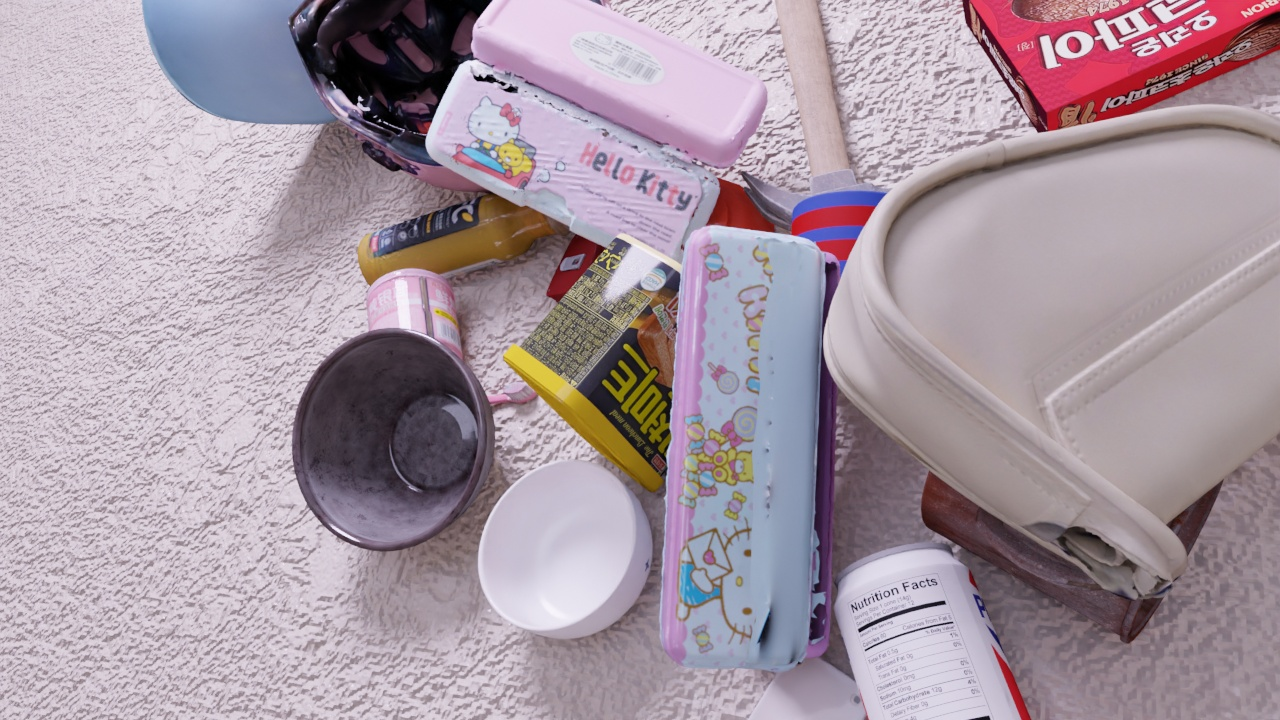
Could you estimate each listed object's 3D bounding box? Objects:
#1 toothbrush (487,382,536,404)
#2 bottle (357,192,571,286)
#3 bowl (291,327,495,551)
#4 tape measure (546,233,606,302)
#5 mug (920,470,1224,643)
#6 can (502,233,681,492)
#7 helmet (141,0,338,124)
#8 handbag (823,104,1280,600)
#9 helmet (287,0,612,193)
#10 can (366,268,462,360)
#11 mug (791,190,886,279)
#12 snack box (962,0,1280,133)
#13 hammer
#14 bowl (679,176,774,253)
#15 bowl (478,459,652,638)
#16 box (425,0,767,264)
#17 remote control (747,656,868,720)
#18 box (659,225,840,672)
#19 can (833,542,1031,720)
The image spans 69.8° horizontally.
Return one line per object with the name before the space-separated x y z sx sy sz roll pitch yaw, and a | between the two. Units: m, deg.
toothbrush | -0.138 0.033 0.676 0.135 0.016 0.021 -12 60 20
bottle | -0.132 -0.099 0.722 0.186 0.053 0.053 -14 58 20
bowl | -0.156 0.054 0.627 0.145 0.067 0.145 -2 83 18
tape measure | -0.043 -0.071 0.671 0.051 0.019 0.059 -2 60 56
mug | 0.191 0.070 0.427 0.110 0.122 0.096 24 112 39
can | -0.003 0.003 0.554 0.072 0.131 0.101 34 79 36
helmet | -0.297 -0.320 0.819 0.167 0.226 0.264 21 49 28
handbag | 0.207 -0.009 0.406 0.228 0.132 0.184 -30 69 -13
helmet | -0.134 -0.232 0.733 0.255 0.153 0.229 31 75 18
can | -0.170 -0.021 0.690 0.067 0.067 0.076 -24 56 13
mug | 0.116 -0.050 0.557 0.112 0.075 0.076 -10 73 59
snack box | 0.304 -0.223 0.581 0.152 0.036 0.132 -23 55 14
hammer | 0.123 -0.222 0.671 0.119 0.031 0.330 -9 58 9
bowl | 0.031 -0.084 0.643 0.122 0.035 0.121 -12 59 21
bowl | -0.041 0.117 0.557 0.105 0.054 0.104 -11 60 19
box | -0.030 -0.165 0.613 0.201 0.059 0.155 26 77 6
remote control | 0.066 0.218 0.472 0.050 0.011 0.135 28 78 36
box | 0.048 0.044 0.474 0.090 0.092 0.214 165 109 -70
can | 0.141 0.159 0.430 0.070 0.070 0.132 -22 56 14
